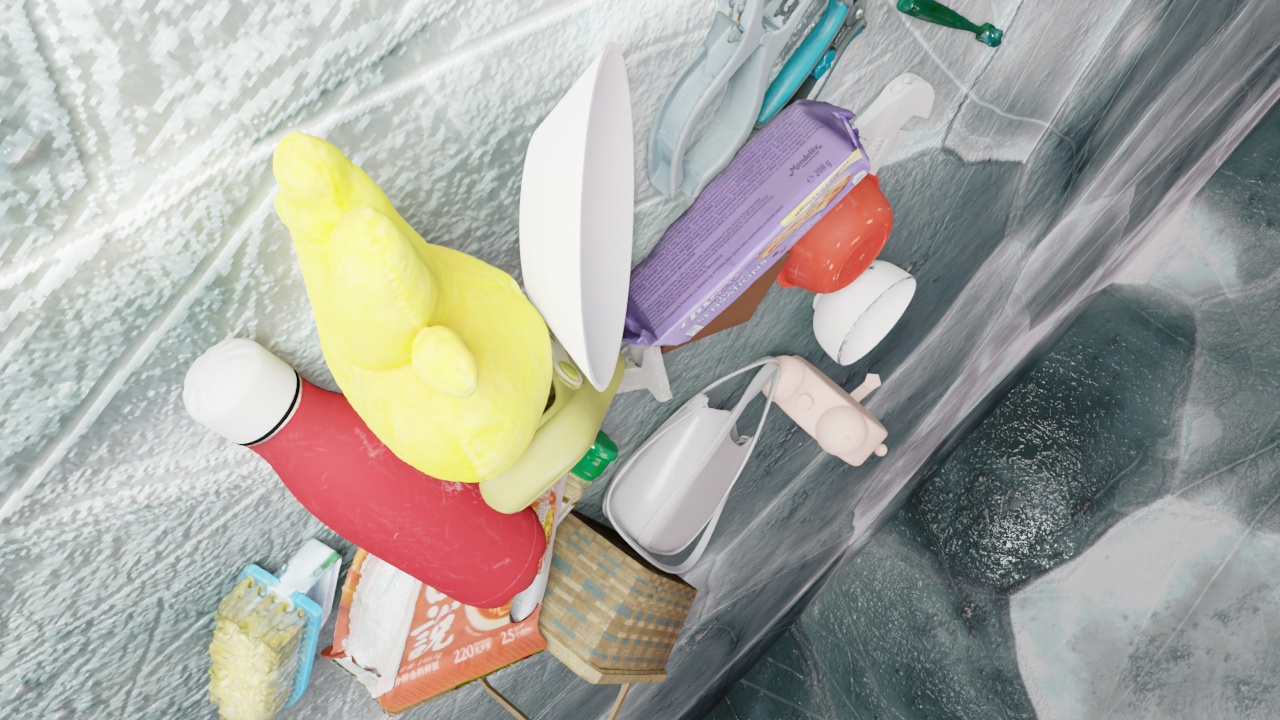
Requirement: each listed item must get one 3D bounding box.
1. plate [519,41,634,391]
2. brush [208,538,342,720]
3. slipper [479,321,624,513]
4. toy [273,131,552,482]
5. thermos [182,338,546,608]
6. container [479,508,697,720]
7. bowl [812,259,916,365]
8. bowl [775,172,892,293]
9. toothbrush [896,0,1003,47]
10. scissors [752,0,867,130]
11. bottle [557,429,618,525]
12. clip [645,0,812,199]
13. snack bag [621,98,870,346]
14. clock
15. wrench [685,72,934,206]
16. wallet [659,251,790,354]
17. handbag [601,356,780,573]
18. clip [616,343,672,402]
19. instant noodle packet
[{"bbox_3d":[-0.033,-0.072,0.472,0.174,0.036,0.174,5,88,-84],"label":"plate"},{"bbox_3d":[-0.235,0.183,0.598,0.075,0.055,0.136,-51,168,-52],"label":"brush"},{"bbox_3d":[-0.068,0.022,0.550,0.092,0.081,0.190,-43,-169,14],"label":"slipper"},{"bbox_3d":[-0.097,-0.016,0.402,0.092,0.134,0.208,-37,157,-4],"label":"toy"},{"bbox_3d":[-0.139,0.064,0.493,0.073,0.073,0.240,-44,138,-3],"label":"thermos"},{"bbox_3d":[-0.061,0.256,0.864,0.186,0.157,0.250,-55,156,-6],"label":"container"},{"bbox_3d":[0.218,-0.056,0.930,0.113,0.063,0.114,-35,153,-21],"label":"bowl"},{"bbox_3d":[0.181,-0.105,0.817,0.130,0.045,0.131,-36,154,-21],"label":"bowl"},{"bbox_3d":[0.244,-0.262,0.710,0.189,0.017,0.016,-13,140,-50],"label":"toothbrush"},{"bbox_3d":[0.122,-0.204,0.605,0.130,0.019,0.150,-36,153,-26],"label":"scissors"},{"bbox_3d":[-0.066,0.103,0.754,0.111,0.043,0.043,-51,155,13],"label":"bottle"},{"bbox_3d":[0.042,-0.165,0.527,0.106,0.028,0.164,-13,140,-51],"label":"clip"},{"bbox_3d":[0.059,-0.083,0.599,0.206,0.058,0.096,-43,171,15],"label":"snack bag"},{"bbox_3d":[0.205,0.045,0.983,0.086,0.131,0.160,-54,154,16],"label":"clock"},{"bbox_3d":[0.136,-0.163,0.693,0.272,0.018,0.087,-23,147,-38],"label":"wrench"},{"bbox_3d":[0.069,-0.050,0.765,0.120,0.013,0.088,-21,151,-43],"label":"wallet"},{"bbox_3d":[0.066,0.087,0.884,0.222,0.095,0.216,-51,158,0],"label":"handbag"},{"bbox_3d":[-0.004,0.003,0.721,0.102,0.054,0.057,73,29,-62],"label":"clip"},{"bbox_3d":[-0.121,0.116,0.658,0.164,0.084,0.221,-3,113,-53],"label":"instant noodle packet"}]
